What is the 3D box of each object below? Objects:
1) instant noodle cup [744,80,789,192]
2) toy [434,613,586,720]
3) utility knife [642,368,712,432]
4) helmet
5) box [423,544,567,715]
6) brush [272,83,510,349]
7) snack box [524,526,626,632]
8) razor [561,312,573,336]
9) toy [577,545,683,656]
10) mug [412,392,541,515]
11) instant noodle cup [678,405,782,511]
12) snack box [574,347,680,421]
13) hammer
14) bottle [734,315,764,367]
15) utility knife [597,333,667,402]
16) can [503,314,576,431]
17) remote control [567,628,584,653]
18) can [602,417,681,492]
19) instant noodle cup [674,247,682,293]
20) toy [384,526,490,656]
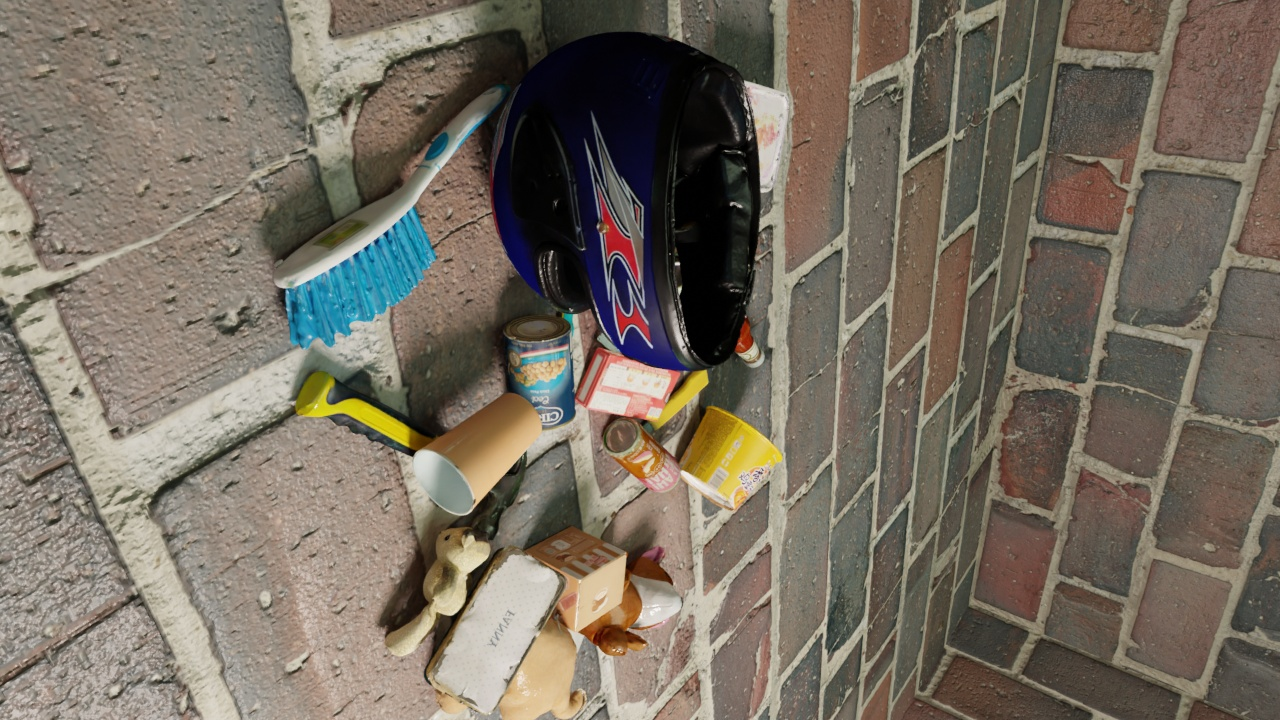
[{"bbox_3d":[0.126,-0.298,1.220,0.173,0.060,0.138,-9,112,-52],"label":"instant noodle cup"},{"bbox_3d":[-0.134,0.367,1.089,0.226,0.082,0.143,29,94,-32],"label":"toy"},{"bbox_3d":[0.052,0.055,1.321,0.169,0.015,0.033,-39,129,-37],"label":"utility knife"},{"bbox_3d":[-0.025,-0.153,0.898,0.246,0.241,0.315,-16,109,-56],"label":"helmet"},{"bbox_3d":[-0.160,0.296,0.996,0.184,0.090,0.060,-57,-174,-18],"label":"box"},{"bbox_3d":[-0.205,-0.139,0.829,0.313,0.061,0.109,-46,136,-37],"label":"brush"},{"bbox_3d":[-0.084,0.273,1.156,0.092,0.094,0.077,-19,120,-51],"label":"snack box"},{"bbox_3d":[-0.075,-0.067,1.068,0.043,0.028,0.132,17,88,-88],"label":"razor"},{"bbox_3d":[-0.007,0.332,1.283,0.199,0.131,0.140,12,82,-65],"label":"toy"},{"bbox_3d":[-0.158,0.089,0.925,0.122,0.078,0.078,-42,136,-42],"label":"mug"},{"bbox_3d":[0.127,0.152,1.378,0.109,0.138,0.138,-54,143,-12],"label":"instant noodle cup"},{"bbox_3d":[-0.015,0.033,1.183,0.152,0.025,0.075,14,103,-51],"label":"snack box"},{"bbox_3d":[-0.217,0.085,0.933,0.323,0.032,0.126,42,70,-54],"label":"hammer"},{"bbox_3d":[0.137,-0.044,1.359,0.059,0.060,0.206,-63,146,-13],"label":"bottle"},{"bbox_3d":[-0.007,0.007,1.211,0.198,0.018,0.034,42,71,-53],"label":"utility knife"},{"bbox_3d":[-0.111,0.012,1.011,0.075,0.075,0.111,-30,128,-45],"label":"can"},{"bbox_3d":[-0.122,0.375,1.217,0.135,0.019,0.056,33,78,-56],"label":"remote control"},{"bbox_3d":[0.004,0.131,1.248,0.057,0.058,0.147,-62,145,-15],"label":"can"},{"bbox_3d":[0.001,-0.083,1.112,0.111,0.111,0.121,-19,129,-50],"label":"instant noodle cup"},{"bbox_3d":[-0.217,0.246,0.980,0.157,0.066,0.105,-57,167,-5],"label":"toy"}]
